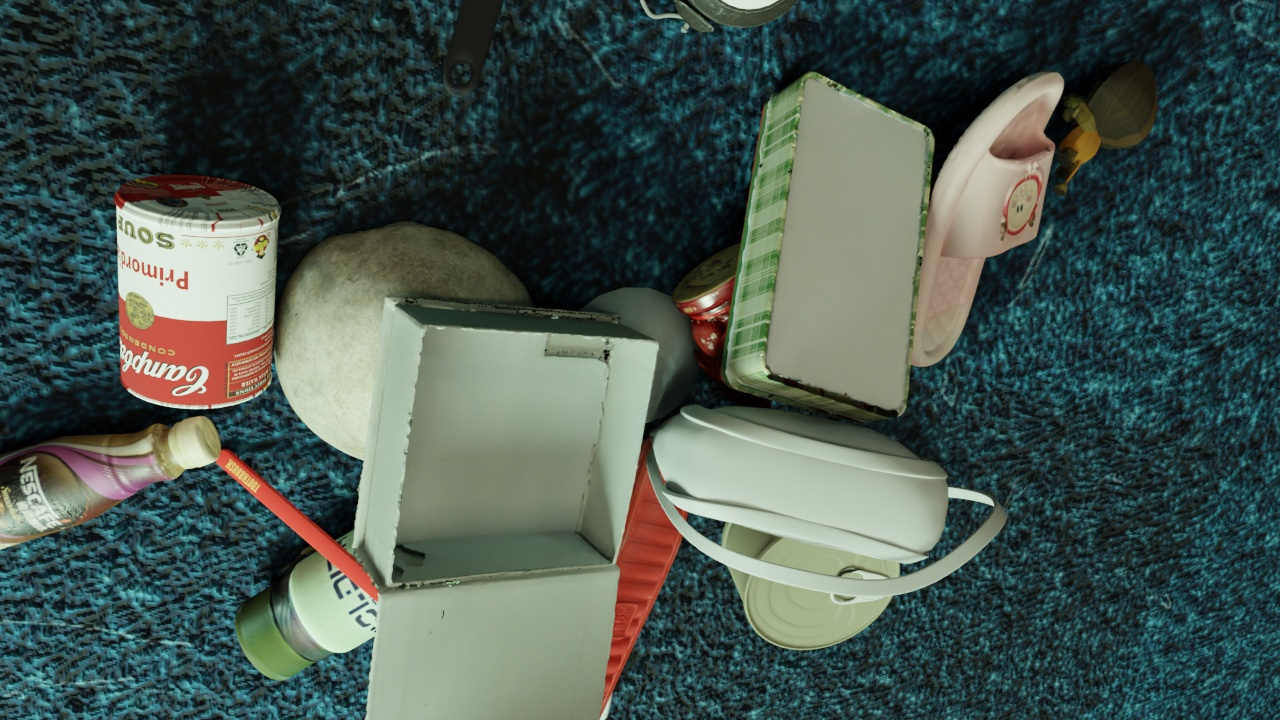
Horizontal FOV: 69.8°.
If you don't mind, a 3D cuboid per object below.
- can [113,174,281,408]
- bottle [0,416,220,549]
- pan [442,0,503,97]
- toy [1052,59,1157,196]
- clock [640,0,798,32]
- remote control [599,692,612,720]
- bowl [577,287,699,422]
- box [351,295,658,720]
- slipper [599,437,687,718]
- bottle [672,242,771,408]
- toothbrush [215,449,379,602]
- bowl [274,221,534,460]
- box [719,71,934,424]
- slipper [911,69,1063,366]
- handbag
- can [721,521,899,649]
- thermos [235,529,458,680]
[{"bbox_3d":[-0.265,-0.043,0.551,0.086,0.086,0.117,6,115,-15],"label":"can"},{"bbox_3d":[-0.363,0.076,0.602,0.166,0.059,0.060,-17,118,-4],"label":"bottle"},{"bbox_3d":[-0.036,-0.271,0.401,0.198,0.021,0.355,14,74,-6],"label":"pan"},{"bbox_3d":[0.314,-0.159,0.636,0.100,0.062,0.076,-53,152,-1],"label":"toy"},{"bbox_3d":[0.057,-0.244,0.546,0.123,0.043,0.091,-24,118,0],"label":"clock"},{"bbox_3d":[-0.053,0.264,0.781,0.060,0.028,0.114,-6,117,-9],"label":"remote control"},{"bbox_3d":[-0.004,0.004,0.657,0.106,0.039,0.106,-5,117,-10],"label":"bowl"},{"bbox_3d":[-0.089,0.151,0.574,0.165,0.099,0.368,3,98,-33],"label":"box"},{"bbox_3d":[-0.031,0.172,0.698,0.103,0.059,0.248,22,88,-61],"label":"slipper"},{"bbox_3d":[0.083,-0.019,0.631,0.099,0.099,0.111,-33,110,5],"label":"bottle"},{"bbox_3d":[-0.213,0.129,0.625,0.212,0.018,0.012,38,90,7],"label":"toothbrush"},{"bbox_3d":[-0.152,0.005,0.604,0.178,0.081,0.179,-5,119,-9],"label":"bowl"},{"bbox_3d":[0.122,-0.069,0.583,0.117,0.051,0.205,15,76,-25],"label":"box"},{"bbox_3d":[0.234,-0.089,0.636,0.106,0.056,0.222,-20,133,-41],"label":"slipper"},{"bbox_3d":[0.109,0.084,0.623,0.216,0.222,0.095,13,90,2],"label":"handbag"},{"bbox_3d":[0.135,0.161,0.746,0.127,0.073,0.128,-5,117,-10],"label":"can"},{"bbox_3d":[-0.183,0.147,0.670,0.231,0.082,0.082,-31,118,3],"label":"thermos"}]
